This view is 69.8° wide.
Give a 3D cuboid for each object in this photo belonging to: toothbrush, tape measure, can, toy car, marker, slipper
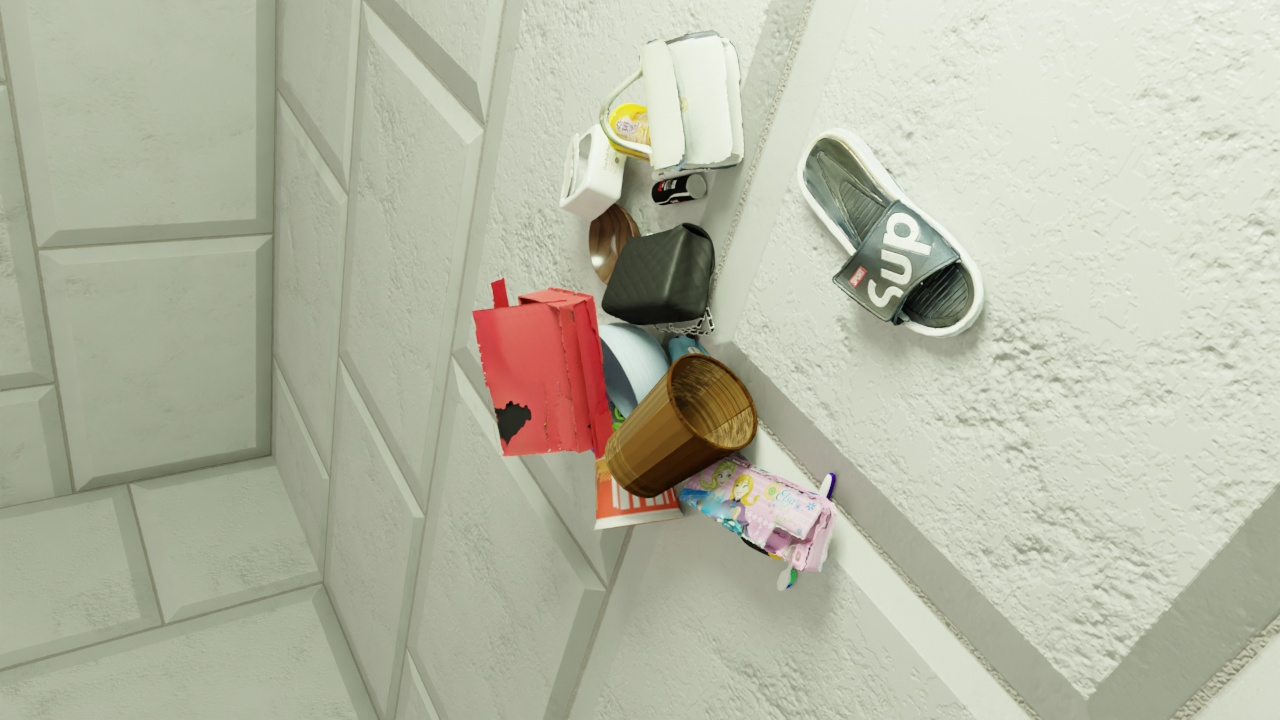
[{"bbox_3d":[0.122,0.209,1.178,0.197,0.030,0.031,25,106,56],"label":"toothbrush"},{"bbox_3d":[-0.022,0.083,1.327,0.036,0.065,0.058,115,141,-52],"label":"tape measure"},{"bbox_3d":[0.009,-0.290,1.175,0.105,0.067,0.068,31,123,49],"label":"can"},{"bbox_3d":[0.068,0.009,1.203,0.107,0.027,0.060,54,139,34],"label":"toy car"},{"bbox_3d":[0.047,-0.217,1.169,0.081,0.031,0.031,3,101,56],"label":"can"},{"bbox_3d":[0.057,-0.242,1.164,0.020,0.017,0.134,51,156,-24],"label":"marker"},{"bbox_3d":[0.195,0.203,1.076,0.015,0.016,0.187,47,132,40],"label":"toothbrush"},{"bbox_3d":[0.227,-0.123,0.901,0.263,0.063,0.111,63,143,29],"label":"slipper"}]

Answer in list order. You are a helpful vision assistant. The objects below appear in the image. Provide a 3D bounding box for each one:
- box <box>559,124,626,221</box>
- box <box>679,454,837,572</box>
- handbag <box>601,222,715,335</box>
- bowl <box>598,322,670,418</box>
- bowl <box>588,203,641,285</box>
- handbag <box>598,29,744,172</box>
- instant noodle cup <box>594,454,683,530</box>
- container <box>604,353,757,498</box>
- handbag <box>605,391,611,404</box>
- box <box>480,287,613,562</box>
[{"bbox_3d":[-0.085,-0.267,1.266,0.103,0.101,0.107,-23,52,55],"label":"box"},{"bbox_3d":[0.131,0.172,1.093,0.231,0.063,0.084,20,98,58],"label":"box"},{"bbox_3d":[0.040,-0.105,1.185,0.154,0.114,0.125,-4,70,60],"label":"handbag"},{"bbox_3d":[-0.007,0.007,1.255,0.150,0.074,0.151,54,163,24],"label":"bowl"},{"bbox_3d":[-0.029,-0.164,1.298,0.119,0.032,0.119,21,115,53],"label":"bowl"},{"bbox_3d":[0.026,-0.294,1.074,0.176,0.073,0.151,-2,97,25],"label":"handbag"},{"bbox_3d":[-0.010,0.169,1.291,0.124,0.123,0.121,-24,71,56],"label":"instant noodle cup"},{"bbox_3d":[0.042,0.091,1.145,0.168,0.132,0.132,-44,62,40],"label":"container"},{"bbox_3d":[-0.068,0.070,1.386,0.145,0.067,0.170,-32,77,34],"label":"handbag"},{"bbox_3d":[-0.104,0.049,1.118,0.424,0.128,0.213,-94,-3,-74],"label":"box"}]
